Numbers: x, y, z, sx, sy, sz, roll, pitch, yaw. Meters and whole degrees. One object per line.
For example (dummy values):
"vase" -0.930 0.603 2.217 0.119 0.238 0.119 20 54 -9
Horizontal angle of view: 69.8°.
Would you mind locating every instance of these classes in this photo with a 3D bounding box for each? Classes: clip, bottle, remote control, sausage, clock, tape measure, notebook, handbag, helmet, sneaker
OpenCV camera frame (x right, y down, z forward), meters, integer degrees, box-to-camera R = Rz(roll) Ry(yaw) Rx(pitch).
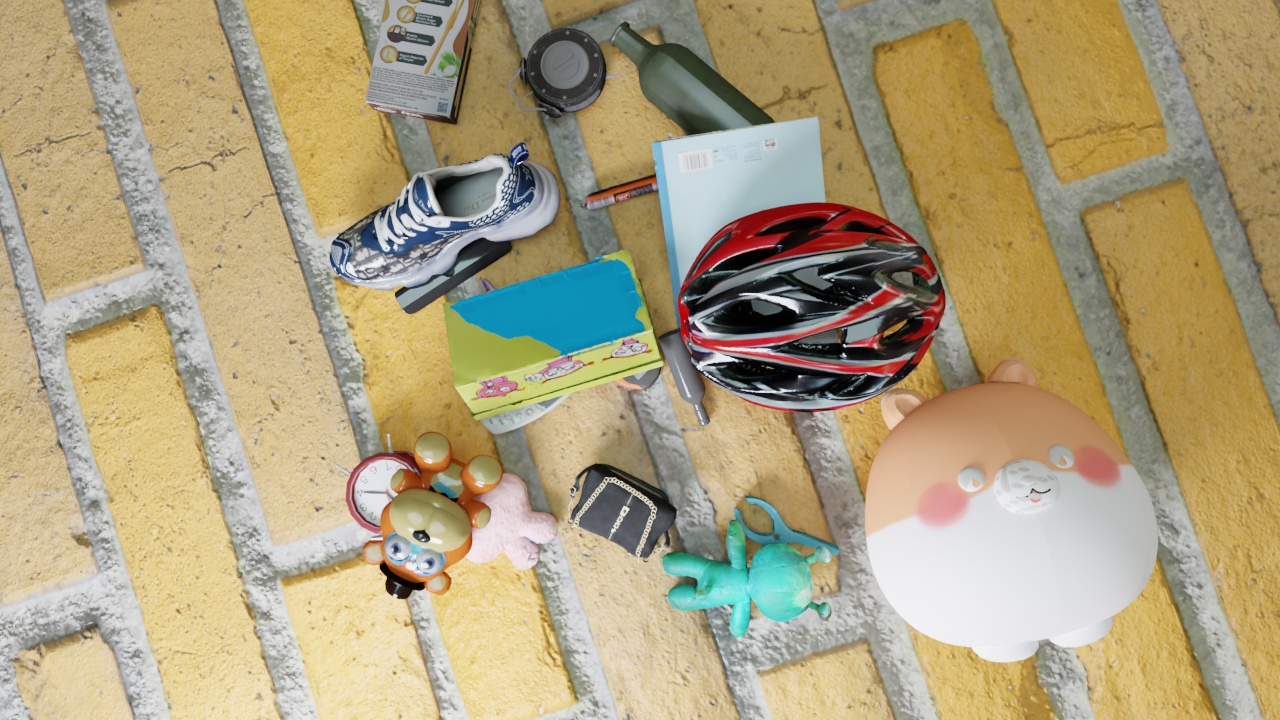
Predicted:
"clip" -0.165 -0.071 1.060 0.045 0.014 0.051 -2 90 3
"clip" 0.148 0.207 1.027 0.103 0.027 0.120 -45 87 -2
"bottle" 0.052 -0.303 1.029 0.207 0.071 0.071 41 90 4
"remote control" -0.216 -0.105 1.062 0.147 0.015 0.033 -33 86 1
"sausage" 0.006 -0.201 1.053 0.155 0.020 0.020 -16 87 2
"clock" -0.275 0.159 1.037 0.096 0.048 0.137 -31 85 1
"bottle" 0.054 0.021 1.030 0.030 0.030 0.113 -21 102 2
"tape measure" -0.006 0.006 1.035 0.058 0.038 0.059 -44 86 0
"notebook" 0.118 -0.127 1.012 0.181 0.009 0.253 -8 105 2
"handbag" -0.021 0.172 1.028 0.128 0.054 0.079 28 100 1
"clock" -0.089 -0.327 1.050 0.123 0.044 0.091 -33 86 1
"remote control" -0.132 0.040 1.045 0.114 0.028 0.060 -30 87 1
"helmet" 0.174 -0.046 0.934 0.272 0.166 0.218 -3 114 8
"sneaker" -0.227 -0.163 0.997 0.269 0.132 0.103 -20 78 6

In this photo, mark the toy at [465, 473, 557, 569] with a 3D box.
"toy" -0.149 0.186 1.031 0.105 0.053 0.108 32 89 -7

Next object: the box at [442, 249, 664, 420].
"box" -0.095 -0.028 1.003 0.221 0.080 0.124 -17 59 -1

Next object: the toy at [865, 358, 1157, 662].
"toy" 0.350 0.145 0.902 0.263 0.266 0.280 -15 73 4

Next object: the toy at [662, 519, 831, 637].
"toy" 0.114 0.241 0.991 0.194 0.072 0.130 -6 94 23

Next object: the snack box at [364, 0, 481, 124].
"snack box" -0.248 -0.378 1.067 0.101 0.031 0.186 11 88 3

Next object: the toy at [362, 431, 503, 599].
"toy" -0.221 0.168 0.974 0.112 0.096 0.176 24 98 -5
